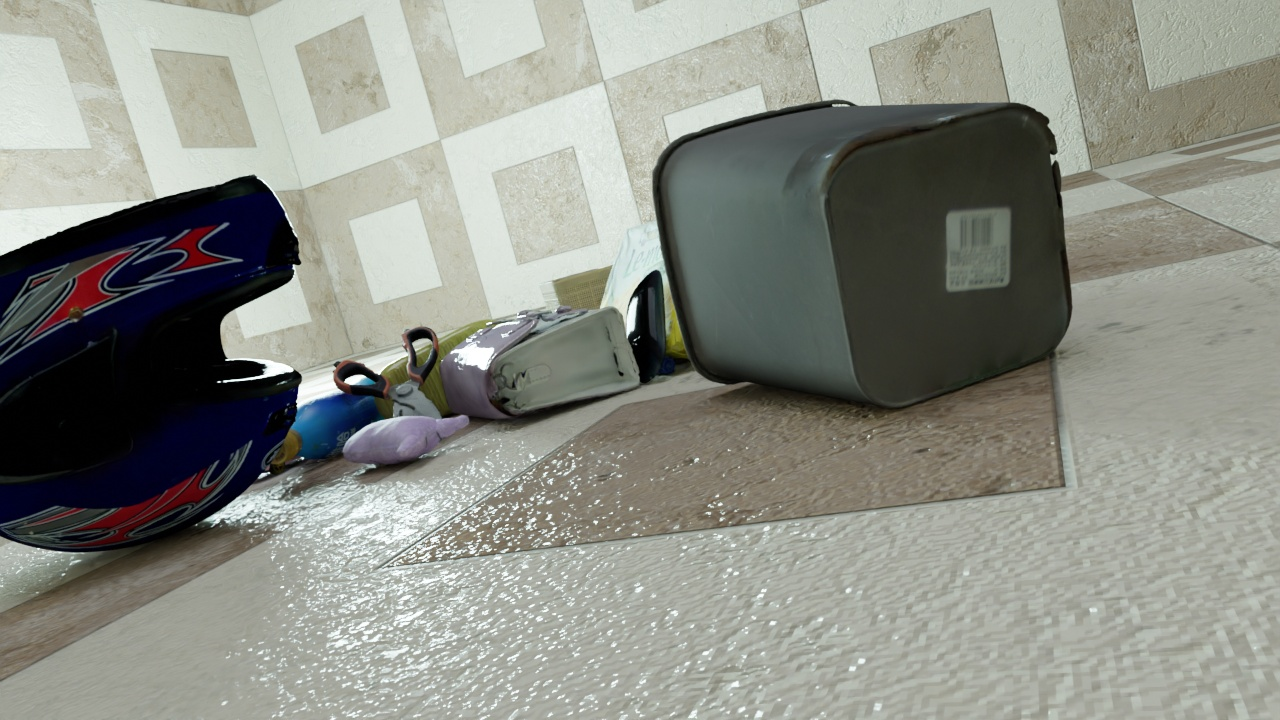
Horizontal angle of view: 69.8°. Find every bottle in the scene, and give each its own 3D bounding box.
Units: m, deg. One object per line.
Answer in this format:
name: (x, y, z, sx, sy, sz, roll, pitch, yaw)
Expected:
bottle: (-0.321, 0.064, 0.959, 0.065, 0.065, 0.218, -13, 8, 14)

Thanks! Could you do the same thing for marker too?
marker: (-0.006, 0.006, 0.945, 0.016, 0.017, 0.146, -19, 8, -26)

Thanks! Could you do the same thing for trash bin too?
trash bin: (0.144, -0.076, 0.612, 0.198, 0.199, 0.220, -17, 14, -16)

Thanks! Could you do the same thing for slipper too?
slipper: (-0.216, 0.015, 1.038, 0.190, 0.091, 0.082, -23, 8, -31)

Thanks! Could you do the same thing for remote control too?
remote control: (0.003, -0.038, 0.892, 0.024, 0.136, 0.053, 23, -48, -24)

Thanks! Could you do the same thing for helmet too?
helmet: (-0.398, 0.018, 0.734, 0.315, 0.240, 0.247, -25, 12, -8)

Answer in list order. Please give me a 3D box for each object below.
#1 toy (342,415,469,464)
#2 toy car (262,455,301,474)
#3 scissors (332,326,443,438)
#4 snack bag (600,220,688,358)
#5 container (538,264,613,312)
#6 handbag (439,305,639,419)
toy: (-0.210, 0.068, 0.794, 0.108, 0.039, 0.083, -13, 7, 36)
toy car: (-0.379, 0.096, 0.954, 0.056, 0.037, 0.122, -11, 7, 16)
scissors: (-0.245, 0.025, 0.925, 0.222, 0.015, 0.189, 7, 38, 26)
snack bag: (0.032, -0.071, 0.972, 0.068, 0.158, 0.247, 22, -9, -25)
container: (-0.070, -0.061, 1.210, 0.090, 0.111, 0.090, -18, 7, -19)
handbag: (-0.109, 0.002, 0.905, 0.144, 0.098, 0.197, -24, 10, -23)
